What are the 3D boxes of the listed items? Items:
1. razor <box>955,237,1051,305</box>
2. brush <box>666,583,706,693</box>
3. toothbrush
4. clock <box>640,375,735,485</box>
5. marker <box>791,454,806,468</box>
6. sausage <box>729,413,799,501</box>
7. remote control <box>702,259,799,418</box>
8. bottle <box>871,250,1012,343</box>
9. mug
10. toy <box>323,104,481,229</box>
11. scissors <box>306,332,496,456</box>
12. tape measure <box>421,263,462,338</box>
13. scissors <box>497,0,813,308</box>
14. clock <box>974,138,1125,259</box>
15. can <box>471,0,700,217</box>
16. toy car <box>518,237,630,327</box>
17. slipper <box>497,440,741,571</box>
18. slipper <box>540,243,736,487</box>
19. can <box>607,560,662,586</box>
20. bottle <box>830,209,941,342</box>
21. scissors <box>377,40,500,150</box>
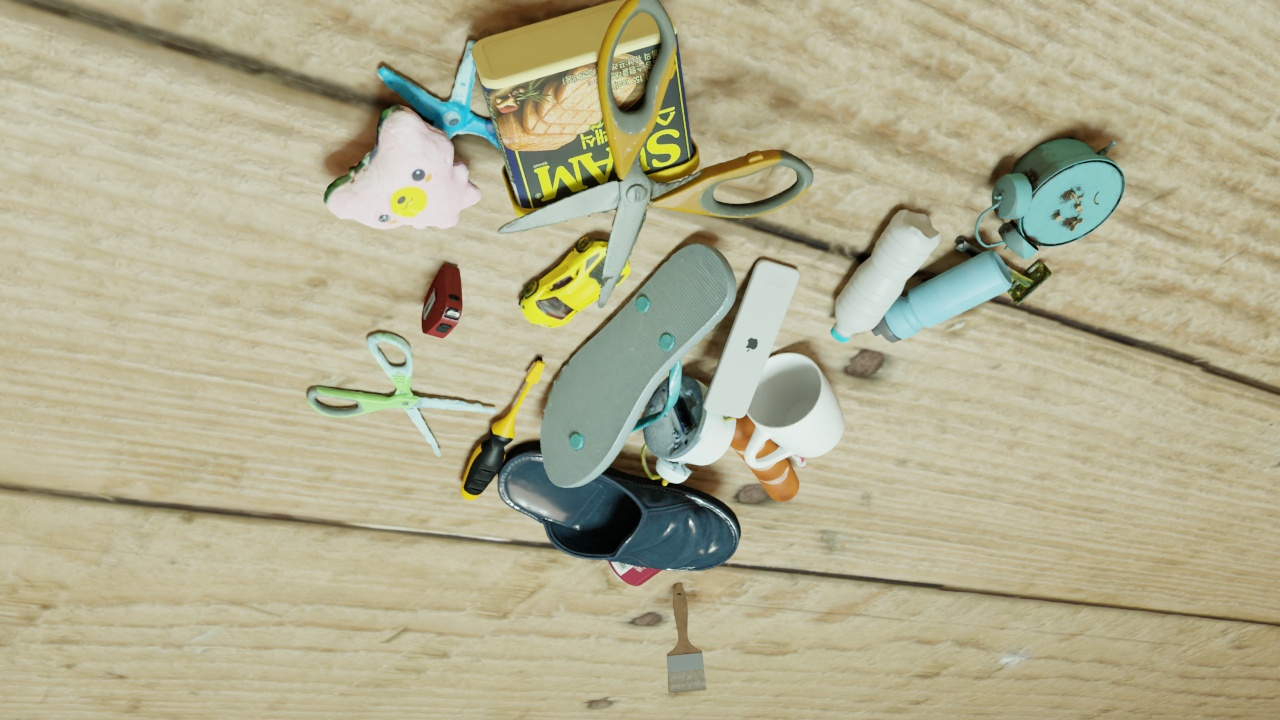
[{"bbox_3d":[0.327,-0.088,0.844,0.105,0.026,0.043,22,129,-27],"label":"razor"},{"bbox_3d":[0.053,0.338,1.131,0.045,0.142,0.008,-6,136,4],"label":"brush"},{"bbox_3d":[-0.134,0.071,0.887,0.031,0.030,0.197,16,127,-23],"label":"toothbrush"},{"bbox_3d":[0.038,0.068,0.890,0.057,0.083,0.118,20,127,-39],"label":"clock"},{"bbox_3d":[0.151,0.079,0.979,0.013,0.012,0.142,-26,136,13],"label":"marker"},{"bbox_3d":[0.127,0.100,0.971,0.039,0.044,0.164,-19,138,21],"label":"sausage"},{"bbox_3d":[0.099,-0.018,0.823,0.045,0.008,0.147,13,106,-25],"label":"remote control"},{"bbox_3d":[0.269,-0.054,0.838,0.130,0.040,0.040,-29,136,32],"label":"bottle"},{"bbox_3d":[0.144,0.061,0.897,0.114,0.081,0.087,-54,139,-7],"label":"mug"},{"bbox_3d":[-0.162,-0.124,0.644,0.093,0.050,0.103,30,127,-36],"label":"toy"},{"bbox_3d":[-0.213,0.034,0.837,0.171,0.024,0.166,5,128,-21],"label":"scissors"},{"bbox_3d":[-0.162,-0.042,0.738,0.019,0.059,0.052,16,129,-28],"label":"tape measure"},{"bbox_3d":[0.017,-0.127,0.613,0.229,0.016,0.226,-1,129,-19],"label":"scissors"},{"bbox_3d":[0.341,-0.135,0.774,0.124,0.053,0.090,-23,136,9],"label":"clock"},{"bbox_3d":[-0.036,-0.170,0.618,0.135,0.075,0.104,-18,135,-5],"label":"can"},{"bbox_3d":[-0.056,-0.062,0.767,0.107,0.030,0.049,-36,134,24],"label":"toy car"},{"bbox_3d":[-0.021,0.170,0.933,0.265,0.083,0.109,22,115,-14],"label":"slipper"},{"bbox_3d":[-0.005,0.005,0.820,0.054,0.098,0.269,1,133,-51],"label":"slipper"},{"bbox_3d":[0.017,0.203,1.038,0.063,0.063,0.114,28,123,-36],"label":"can"},{"bbox_3d":[0.211,-0.070,0.816,0.044,0.044,0.137,9,133,-23],"label":"bottle"},{"bbox_3d":[-0.125,-0.165,0.656,0.140,0.011,0.134,9,131,-22],"label":"scissors"}]
